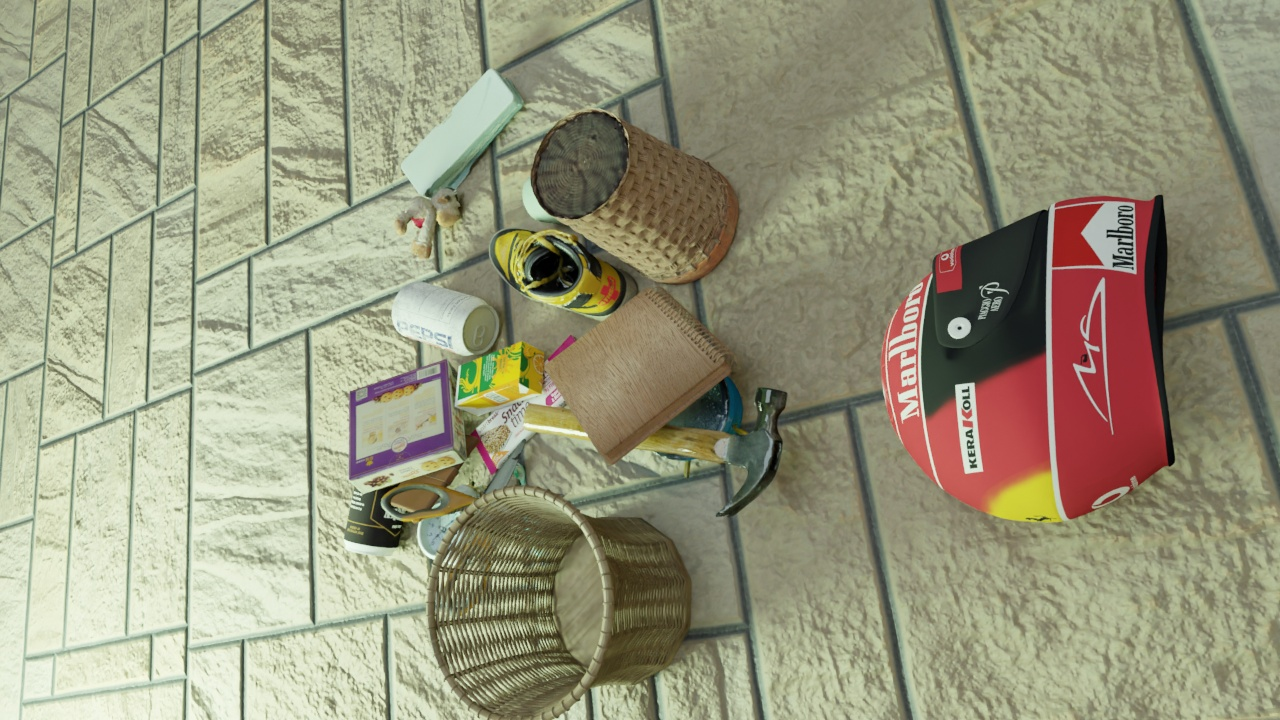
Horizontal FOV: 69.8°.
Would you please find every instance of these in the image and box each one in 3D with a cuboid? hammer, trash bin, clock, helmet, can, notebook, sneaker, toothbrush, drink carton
[{"bbox_3d":[0.000,0.081,0.984,0.331,0.033,0.132,6,85,37],"label":"hammer"},{"bbox_3d":[-0.002,-0.182,1.007,0.151,0.210,0.151,-7,75,30],"label":"trash bin"},{"bbox_3d":[-0.224,0.205,1.150,0.118,0.057,0.083,-43,60,8],"label":"clock"},{"bbox_3d":[0.320,-0.001,0.774,0.225,0.197,0.270,-4,69,31],"label":"helmet"},{"bbox_3d":[-0.347,0.190,1.220,0.072,0.071,0.128,6,83,33],"label":"can"},{"bbox_3d":[0.049,0.039,1.015,0.117,0.060,0.161,-35,62,22],"label":"clock"},{"bbox_3d":[-0.259,-0.055,1.217,0.136,0.078,0.078,16,88,33],"label":"can"},{"bbox_3d":[-0.006,0.006,1.003,0.169,0.022,0.210,-38,34,-2],"label":"notebook"},{"bbox_3d":[-0.127,-0.119,1.123,0.239,0.122,0.086,23,90,32],"label":"sneaker"},{"bbox_3d":[-0.135,0.187,1.121,0.022,0.017,0.135,-29,65,20],"label":"toothbrush"},{"bbox_3d":[-0.176,0.023,1.155,0.123,0.041,0.058,-19,58,34],"label":"drink carton"}]

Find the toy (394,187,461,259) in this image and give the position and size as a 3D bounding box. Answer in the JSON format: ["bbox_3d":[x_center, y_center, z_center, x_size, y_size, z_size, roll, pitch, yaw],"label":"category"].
[{"bbox_3d":[-0.294,-0.199,1.287,0.106,0.074,0.085,-45,14,-6],"label":"toy"}]

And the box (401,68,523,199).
[{"bbox_3d":[-0.248,-0.313,1.285,0.199,0.070,0.085,-43,41,15],"label":"box"}]

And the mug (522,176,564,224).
[{"bbox_3d":[-0.085,-0.222,1.152,0.104,0.084,0.111,-1,50,44],"label":"mug"}]

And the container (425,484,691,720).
[{"bbox_3d":[-0.073,0.251,0.960,0.227,0.196,0.226,-8,75,30],"label":"container"}]

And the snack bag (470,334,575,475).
[{"bbox_3d":[-0.138,0.057,1.153,0.197,0.016,0.070,-43,59,17],"label":"snack bag"}]

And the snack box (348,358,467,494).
[{"bbox_3d":[-0.302,0.083,1.184,0.143,0.041,0.147,-18,51,5],"label":"snack box"}]

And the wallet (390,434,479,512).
[{"bbox_3d":[-0.266,0.142,1.179,0.088,0.013,0.120,7,55,42],"label":"wallet"}]

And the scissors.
[{"bbox_3d":[-0.211,0.187,1.109,0.226,0.016,0.225,21,76,9],"label":"scissors"}]
